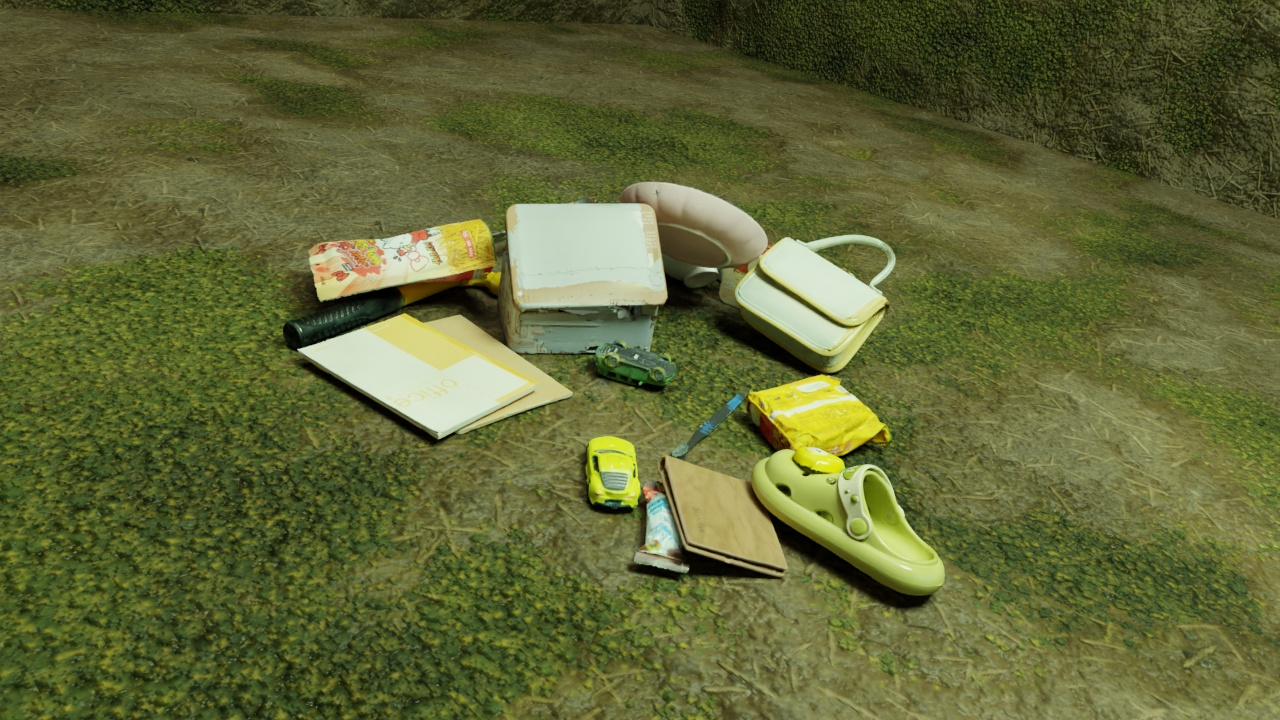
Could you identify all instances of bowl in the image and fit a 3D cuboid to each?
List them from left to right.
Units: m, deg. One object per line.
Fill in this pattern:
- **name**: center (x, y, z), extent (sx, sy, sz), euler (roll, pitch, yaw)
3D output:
- **bowl**: center (0.078, -0.142, 1.285), extent (0.118, 0.119, 0.064), euler (-5, 68, -26)

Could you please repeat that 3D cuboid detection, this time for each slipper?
- **slipper**: center (0.189, 0.126, 0.803), extent (0.190, 0.082, 0.091), euler (35, 19, 32)

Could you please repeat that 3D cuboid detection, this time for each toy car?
- **toy car**: center (-0.026, 0.098, 0.845), extent (0.048, 0.032, 0.105), euler (6, 26, -8)
- **toy car**: center (-0.006, 0.006, 1.021), extent (0.091, 0.036, 0.043), euler (14, 27, 9)

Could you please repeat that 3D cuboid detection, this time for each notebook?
- **notebook**: center (-0.228, 0.010, 0.948), extent (0.206, 0.010, 0.145), euler (26, 32, 28)
- **notebook**: center (-0.194, 0.008, 0.985), extent (0.147, 0.008, 0.208), euler (-18, 38, -42)

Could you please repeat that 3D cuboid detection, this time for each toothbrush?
- **toothbrush**: center (0.073, 0.066, 0.957), extent (0.014, 0.016, 0.189), euler (29, 31, 18)

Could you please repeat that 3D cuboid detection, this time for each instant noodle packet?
- **instant noodle packet**: center (0.186, 0.062, 0.971), extent (0.128, 0.044, 0.110), euler (-10, 40, -26)

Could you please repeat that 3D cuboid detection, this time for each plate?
- **plate**: center (0.061, -0.158, 1.142), extent (0.192, 0.039, 0.192), euler (19, -12, 4)

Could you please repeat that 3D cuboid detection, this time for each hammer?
- **hammer**: center (-0.290, -0.074, 1.083), extent (0.129, 0.033, 0.299), euler (23, 30, 23)

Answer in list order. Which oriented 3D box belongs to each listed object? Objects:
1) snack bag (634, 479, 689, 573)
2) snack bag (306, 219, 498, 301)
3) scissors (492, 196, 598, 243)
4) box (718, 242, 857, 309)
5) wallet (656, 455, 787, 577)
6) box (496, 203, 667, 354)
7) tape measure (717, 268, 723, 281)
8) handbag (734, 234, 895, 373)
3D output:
- **snack bag**: center (0.021, 0.141, 0.783), extent (0.048, 0.026, 0.104), euler (14, 26, -1)
- **snack bag**: center (-0.281, -0.119, 1.082), extent (0.207, 0.073, 0.128), euler (-10, 34, -21)
- **scissors**: center (-0.160, -0.179, 1.258), extent (0.189, 0.015, 0.224), euler (-22, 3, 24)
- **box**: center (0.201, -0.102, 1.239), extent (0.168, 0.091, 0.078), euler (24, 33, 24)
- **wallet**: center (0.070, 0.134, 0.794), extent (0.101, 0.020, 0.115), euler (19, 26, -23)
- **box**: center (-0.071, -0.103, 1.067), extent (0.181, 0.166, 0.150), euler (1, 28, -18)
- **tape measure**: center (0.143, -0.131, 1.338), extent (0.065, 0.034, 0.066), euler (-11, 32, -38)
- **handbag**: center (0.225, -0.095, 1.135), extent (0.163, 0.178, 0.063), euler (37, -8, 26)
